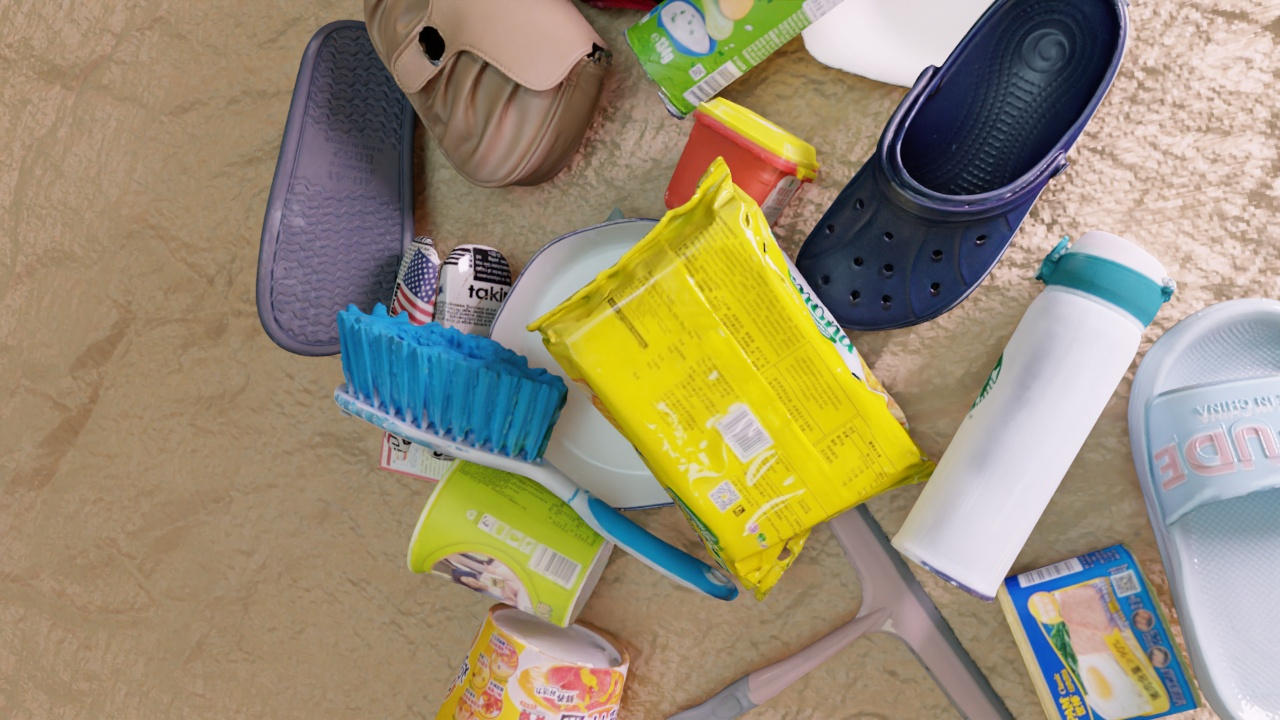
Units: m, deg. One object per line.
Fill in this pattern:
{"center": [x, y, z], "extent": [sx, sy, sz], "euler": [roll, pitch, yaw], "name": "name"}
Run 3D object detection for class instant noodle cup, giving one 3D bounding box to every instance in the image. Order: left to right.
{"center": [-0.087, 0.132, 0.671], "extent": [0.123, 0.111, 0.112], "euler": [26, 100, 9], "name": "instant noodle cup"}
{"center": [-0.076, 0.245, 0.655], "extent": [0.138, 0.138, 0.110], "euler": [20, 90, 19], "name": "instant noodle cup"}

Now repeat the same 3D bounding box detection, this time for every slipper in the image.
{"center": [-0.236, -0.131, 0.730], "extent": [0.110, 0.083, 0.268], "euler": [9, 81, -22], "name": "slipper"}
{"center": [0.187, -0.110, 0.543], "extent": [0.105, 0.095, 0.253], "euler": [42, 119, 13], "name": "slipper"}
{"center": [0.337, 0.083, 0.500], "extent": [0.104, 0.074, 0.245], "euler": [-4, 77, 13], "name": "slipper"}

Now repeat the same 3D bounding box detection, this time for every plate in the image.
{"center": [-0.004, 0.004, 0.645], "extent": [0.205, 0.045, 0.205], "euler": [2, 101, 11], "name": "plate"}
{"center": [0.196, -0.252, 0.585], "extent": [0.164, 0.034, 0.164], "euler": [20, 99, 19], "name": "plate"}

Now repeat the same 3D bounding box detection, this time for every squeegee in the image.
{"center": [0.089, 0.222, 0.638], "extent": [0.250, 0.040, 0.247], "euler": [-38, 79, 18], "name": "squeegee"}

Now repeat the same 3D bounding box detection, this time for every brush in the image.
{"center": [-0.065, 0.062, 0.621], "extent": [0.314, 0.060, 0.109], "euler": [20, 106, 4], "name": "brush"}

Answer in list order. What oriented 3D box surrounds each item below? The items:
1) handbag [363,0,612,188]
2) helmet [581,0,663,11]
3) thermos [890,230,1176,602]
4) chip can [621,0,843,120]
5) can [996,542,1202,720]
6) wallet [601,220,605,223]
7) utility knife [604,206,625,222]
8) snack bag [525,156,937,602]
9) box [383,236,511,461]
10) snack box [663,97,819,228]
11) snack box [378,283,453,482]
{"center": [-0.118, -0.230, 0.665], "extent": [0.148, 0.099, 0.204], "euler": [-42, 78, 33], "name": "handbag"}
{"center": [0.013, -0.347, 0.598], "extent": [0.240, 0.143, 0.207], "euler": [9, 92, 19], "name": "helmet"}
{"center": [0.233, 0.030, 0.551], "extent": [0.073, 0.073, 0.224], "euler": [30, 93, 17], "name": "thermos"}
{"center": [0.102, -0.245, 0.565], "extent": [0.236, 0.072, 0.072], "euler": [-32, 80, 22], "name": "chip can"}
{"center": [0.274, 0.170, 0.556], "extent": [0.083, 0.057, 0.102], "euler": [-22, 84, 17], "name": "can"}
{"center": [-0.042, -0.034, 0.692], "extent": [0.121, 0.019, 0.097], "euler": [-34, 82, 17], "name": "wallet"}
{"center": [-0.060, -0.033, 0.681], "extent": [0.029, 0.013, 0.183], "euler": [40, 106, 14], "name": "utility knife"}
{"center": [0.058, 0.021, 0.568], "extent": [0.158, 0.068, 0.246], "euler": [-37, 104, 6], "name": "snack bag"}
{"center": [-0.153, -0.010, 0.689], "extent": [0.086, 0.075, 0.162], "euler": [15, 100, 36], "name": "box"}
{"center": [0.066, -0.121, 0.611], "extent": [0.082, 0.091, 0.080], "euler": [35, 109, 17], "name": "snack box"}
{"center": [-0.161, 0.017, 0.732], "extent": [0.077, 0.027, 0.156], "euler": [10, 95, 20], "name": "snack box"}
